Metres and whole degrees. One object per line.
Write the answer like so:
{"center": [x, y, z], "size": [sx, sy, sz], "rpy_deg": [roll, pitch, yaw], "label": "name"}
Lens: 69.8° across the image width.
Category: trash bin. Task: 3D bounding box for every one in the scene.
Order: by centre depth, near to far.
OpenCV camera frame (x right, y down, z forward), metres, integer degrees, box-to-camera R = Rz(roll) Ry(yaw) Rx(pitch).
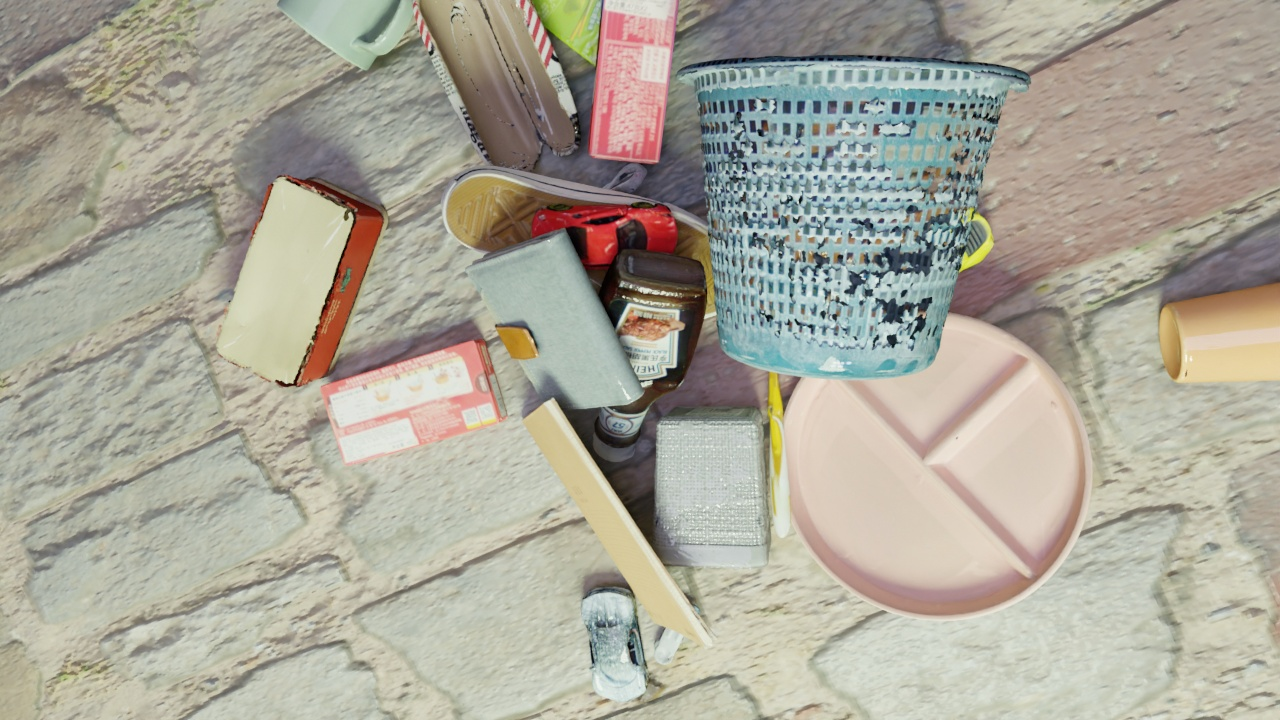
{"center": [0.132, -0.095, 0.627], "size": [0.227, 0.226, 0.195], "rpy_deg": [5, 103, 10], "label": "trash bin"}

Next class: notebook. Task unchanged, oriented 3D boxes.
{"center": [-0.025, 0.127, 0.726], "size": [0.012, 0.150, 0.211], "rpy_deg": [-34, 90, -17], "label": "notebook"}

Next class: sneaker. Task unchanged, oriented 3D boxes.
{"center": [-0.035, -0.101, 0.724], "size": [0.241, 0.087, 0.118], "rpy_deg": [15, 113, -13], "label": "sneaker"}

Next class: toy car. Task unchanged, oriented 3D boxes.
{"center": [-0.025, -0.089, 0.665], "size": [0.106, 0.031, 0.049], "rpy_deg": [-3, 117, -7], "label": "toy car"}
{"center": [0.219, -0.078, 0.705], "size": [0.105, 0.032, 0.048], "rpy_deg": [-31, 91, 14], "label": "toy car"}
{"center": [-0.023, 0.247, 0.793], "size": [0.049, 0.031, 0.105], "rpy_deg": [-8, 97, 13], "label": "toy car"}

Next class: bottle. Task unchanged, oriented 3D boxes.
{"center": [-0.004, 0.004, 0.705], "size": [0.080, 0.044, 0.195], "rpy_deg": [8, 134, -8], "label": "bottle"}

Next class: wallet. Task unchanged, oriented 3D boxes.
{"center": [-0.066, -0.022, 0.660], "size": [0.107, 0.036, 0.130], "rpy_deg": [-10, 114, 44], "label": "wallet"}

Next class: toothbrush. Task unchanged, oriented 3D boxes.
{"center": [0.106, 0.045, 0.732], "size": [0.016, 0.018, 0.191], "rpy_deg": [-6, 84, 34], "label": "toothbrush"}

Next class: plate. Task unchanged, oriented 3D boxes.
{"center": [0.214, 0.078, 0.692], "size": [0.230, 0.028, 0.229], "rpy_deg": [-1, 87, 31], "label": "plate"}

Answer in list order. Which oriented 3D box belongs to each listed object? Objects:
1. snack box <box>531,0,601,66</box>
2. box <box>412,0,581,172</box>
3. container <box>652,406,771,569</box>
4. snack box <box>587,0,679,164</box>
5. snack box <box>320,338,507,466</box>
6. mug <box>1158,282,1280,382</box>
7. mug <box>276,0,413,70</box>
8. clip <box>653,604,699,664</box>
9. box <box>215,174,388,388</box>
{"center": [-0.065, -0.310, 0.730], "size": [0.156, 0.026, 0.086], "rpy_deg": [38, 102, 4], "label": "snack box"}
{"center": [-0.113, -0.225, 0.716], "size": [0.087, 0.076, 0.162], "rpy_deg": [-31, 108, -18], "label": "box"}
{"center": [0.057, 0.097, 0.730], "size": [0.090, 0.090, 0.114], "rpy_deg": [-1, 94, 10], "label": "container"}
{"center": [-0.001, -0.255, 0.685], "size": [0.058, 0.057, 0.208], "rpy_deg": [5, 108, -6], "label": "snack box"}
{"center": [-0.198, 0.037, 0.800], "size": [0.153, 0.025, 0.075], "rpy_deg": [-16, 93, 12], "label": "snack box"}
{"center": [0.444, -0.020, 0.652], "size": [0.123, 0.078, 0.078], "rpy_deg": [-6, 96, 17], "label": "mug"}
{"center": [-0.215, -0.292, 0.724], "size": [0.112, 0.082, 0.106], "rpy_deg": [44, 100, 28], "label": "mug"}
{"center": [0.029, 0.234, 0.789], "size": [0.025, 0.035, 0.058], "rpy_deg": [26, 97, 4], "label": "clip"}
{"center": [-0.293, -0.067, 0.778], "size": [0.091, 0.078, 0.168], "rpy_deg": [25, 100, 6], "label": "box"}
